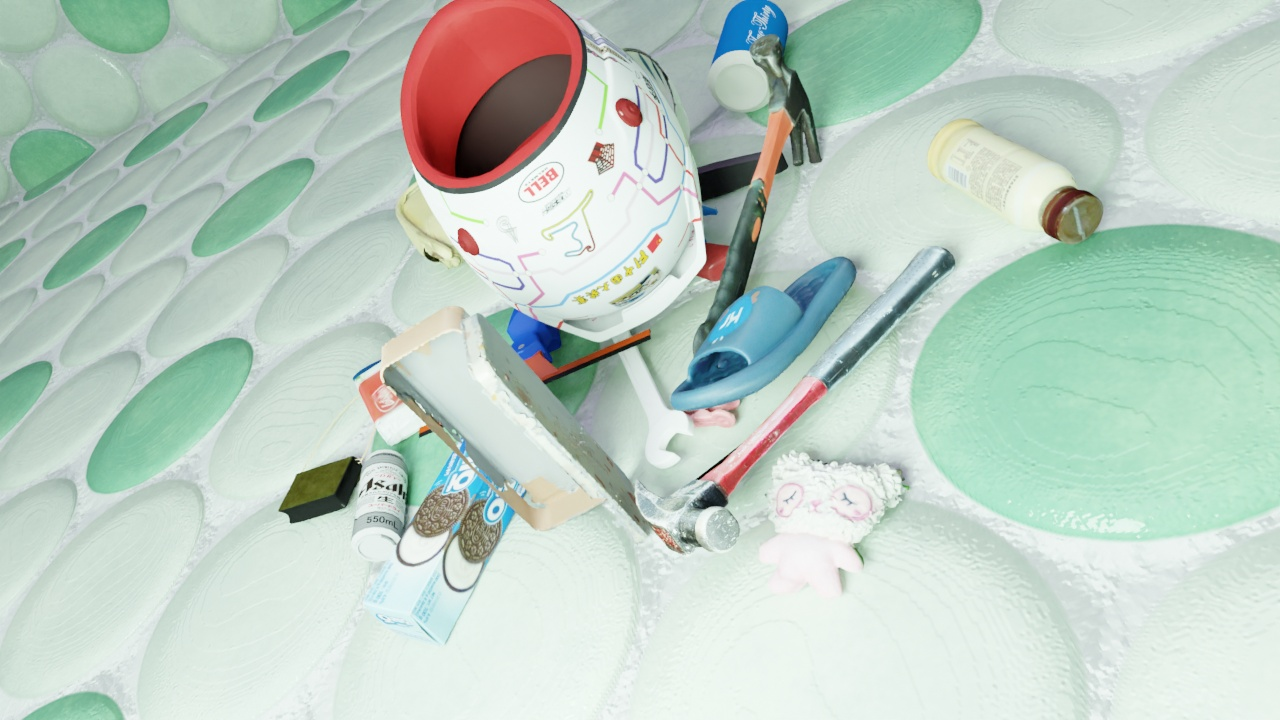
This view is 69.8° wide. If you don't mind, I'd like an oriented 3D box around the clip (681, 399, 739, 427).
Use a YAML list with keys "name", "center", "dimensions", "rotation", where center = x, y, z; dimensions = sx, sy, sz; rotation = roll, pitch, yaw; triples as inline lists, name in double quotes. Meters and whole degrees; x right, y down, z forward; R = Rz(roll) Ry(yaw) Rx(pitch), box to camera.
- name: "clip"
  center: [0.053, 0.047, 0.745]
  dimensions: [0.059, 0.022, 0.037]
  rotation: [-12, 46, 35]

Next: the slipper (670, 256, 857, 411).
- name: "slipper"
  center: [0.094, -0.027, 0.728]
  dimensions: [0.213, 0.059, 0.104]
  rotation: [-41, 10, -35]

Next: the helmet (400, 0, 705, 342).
- name: "helmet"
  center: [-0.072, -0.171, 0.843]
  dimensions: [0.231, 0.236, 0.314]
  rotation: [-37, 52, 9]

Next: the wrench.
- name: "wrench"
  center: [-0.005, 0.005, 0.825]
  dimensions: [0.047, 0.009, 0.273]
  rotation: [-45, 33, 13]

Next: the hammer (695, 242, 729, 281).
- name: "hammer"
  center: [-0.022, -0.120, 0.972]
  dimensions: [0.316, 0.036, 0.126]
  rotation: [12, 54, 42]

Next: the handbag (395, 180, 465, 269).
- name: "handbag"
  center: [-0.181, -0.198, 1.128]
  dimensions: [0.233, 0.088, 0.190]
  rotation: [-33, 39, 7]

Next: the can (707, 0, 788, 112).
- name: "can"
  center: [0.129, -0.363, 1.085]
  dimensions: [0.079, 0.079, 0.145]
  rotation: [-10, 43, 28]

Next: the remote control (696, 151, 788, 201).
- name: "remote control"
  center: [0.091, -0.193, 0.961]
  dimensions: [0.125, 0.039, 0.010]
  rotation: [-13, 46, 24]

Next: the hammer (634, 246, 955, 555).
- name: "hammer"
  center: [0.124, 0.020, 0.686]
  dimensions: [0.325, 0.036, 0.141]
  rotation: [-42, 12, -21]

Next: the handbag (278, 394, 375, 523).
- name: "handbag"
  center: [-0.316, 0.094, 0.969]
  dimensions: [0.084, 0.027, 0.177]
  rotation: [-18, 35, 18]

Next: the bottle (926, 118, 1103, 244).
- name: "bottle"
  center: [0.299, -0.144, 0.739]
  dimensions: [0.056, 0.056, 0.162]
  rotation: [-33, 38, 1]

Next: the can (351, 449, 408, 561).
- name: "can"
  center: [-0.239, 0.132, 0.847]
  dimensions: [0.044, 0.044, 0.106]
  rotation: [-26, 38, 11]

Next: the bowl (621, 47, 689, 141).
- name: "bowl"
  center: [0.007, -0.261, 1.047]
  dimensions: [0.070, 0.177, 0.177]
  rotation: [-8, 20, -38]

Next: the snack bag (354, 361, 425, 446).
- name: "snack bag"
  center: [-0.251, 0.034, 0.964]
  dimensions: [0.077, 0.036, 0.116]
  rotation: [-34, 37, -10]

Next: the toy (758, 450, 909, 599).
- name: "toy"
  center: [0.120, 0.108, 0.613]
  dimensions: [0.096, 0.041, 0.108]
  rotation: [1, 54, 36]

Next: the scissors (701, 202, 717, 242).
- name: "scissors"
  center: [0.044, -0.169, 0.949]
  dimensions: [0.019, 0.105, 0.132]
  rotation: [-7, 18, -36]

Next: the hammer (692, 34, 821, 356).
- name: "hammer"
  center: [0.103, -0.135, 0.842]
  dimensions: [0.033, 0.133, 0.332]
  rotation: [0, 57, 34]

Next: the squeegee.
- name: "squeegee"
  center: [-0.106, -0.032, 0.919]
  dimensions: [0.250, 0.055, 0.184]
  rotation: [-23, 28, 15]

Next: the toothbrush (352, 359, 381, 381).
- name: "toothbrush"
  center: [-0.276, 0.001, 1.039]
  dimensions: [0.132, 0.016, 0.021]
  rotation: [-17, 37, 21]

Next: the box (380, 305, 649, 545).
- name: "box"
  center: [-0.091, 0.063, 0.671]
  dimensions: [0.105, 0.216, 0.096]
  rotation: [-25, 39, 15]

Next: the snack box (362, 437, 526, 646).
- name: "snack box"
  center: [-0.144, 0.123, 0.774]
  dimensions: [0.060, 0.059, 0.225]
  rotation: [2, 49, 33]
